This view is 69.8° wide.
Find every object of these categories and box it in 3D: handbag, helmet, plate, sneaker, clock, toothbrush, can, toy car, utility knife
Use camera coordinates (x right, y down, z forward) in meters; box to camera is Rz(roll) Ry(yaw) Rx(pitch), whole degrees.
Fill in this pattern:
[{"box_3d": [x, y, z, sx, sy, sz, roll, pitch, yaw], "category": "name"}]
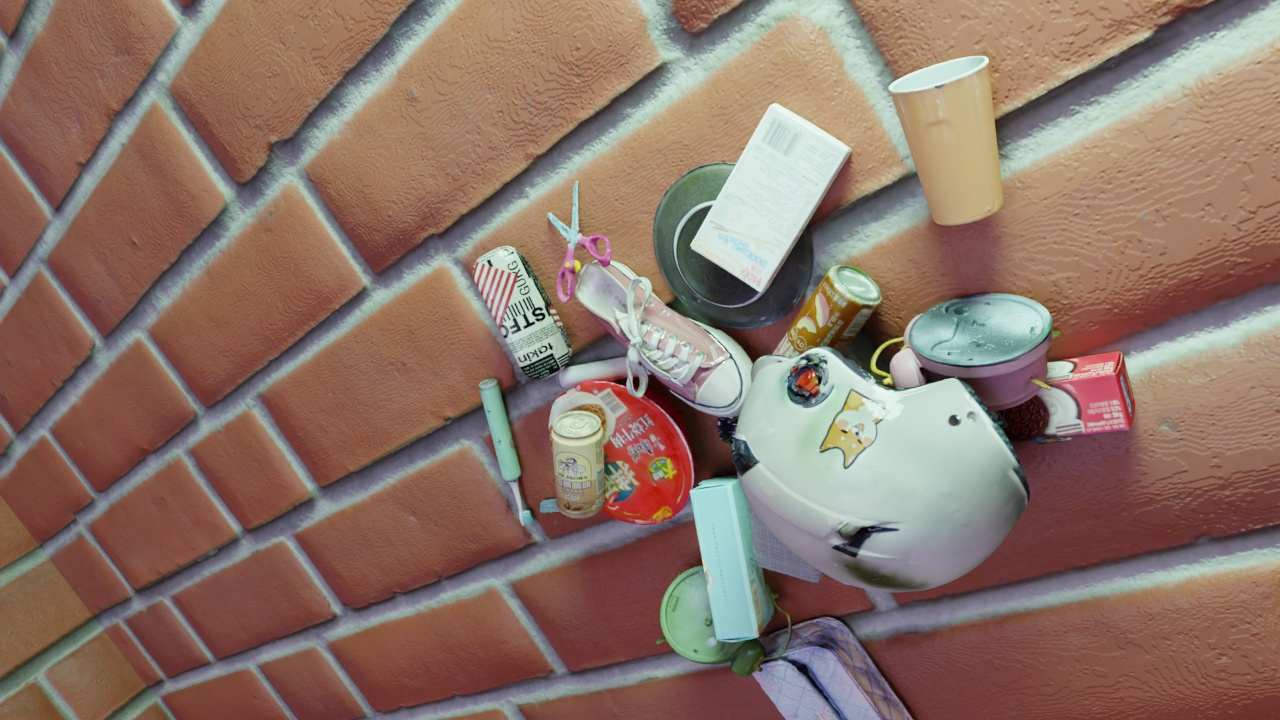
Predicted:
[{"box_3d": [0.229, 0.410, 1.103, 0.135, 0.075, 0.194, -33, 95, 40], "category": "handbag"}, {"box_3d": [0.188, 0.114, 0.813, 0.274, 0.156, 0.230, 15, 151, 35], "category": "helmet"}, {"box_3d": [0.088, -0.111, 0.936, 0.180, 0.024, 0.180, 15, 122, 24], "category": "plate"}, {"box_3d": [0.015, -0.021, 0.970, 0.241, 0.087, 0.118, 41, 115, 15], "category": "sneaker"}, {"box_3d": [0.284, -0.006, 0.816, 0.159, 0.116, 0.060, 1, 125, 31], "category": "clock"}, {"box_3d": [-0.006, 0.006, 1.057, 0.222, 0.026, 0.026, -10, 86, 35], "category": "toothbrush"}, {"box_3d": [0.102, 0.314, 1.105, 0.161, 0.116, 0.056, 8, 155, 24], "category": "clock"}, {"box_3d": [-0.179, 0.128, 1.231, 0.027, 0.026, 0.225, -6, 114, 10], "category": "toothbrush"}, {"box_3d": [-0.071, 0.121, 1.055, 0.058, 0.058, 0.116, 14, 122, 25], "category": "can"}, {"box_3d": [0.176, -0.023, 0.907, 0.058, 0.057, 0.148, 37, 129, 9], "category": "can"}, {"box_3d": [0.136, 0.074, 1.003, 0.105, 0.032, 0.048, 10, 119, 23], "category": "toy car"}, {"box_3d": [-0.051, 0.179, 1.192, 0.221, 0.022, 0.031, -12, 103, 40], "category": "utility knife"}]

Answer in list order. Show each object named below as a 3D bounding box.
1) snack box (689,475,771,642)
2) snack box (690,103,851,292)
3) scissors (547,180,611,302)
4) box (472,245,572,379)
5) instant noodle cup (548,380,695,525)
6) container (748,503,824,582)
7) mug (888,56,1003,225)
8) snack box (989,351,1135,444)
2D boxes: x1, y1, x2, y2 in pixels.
[{"box_3d": [0.103, 0.221, 1.035, 0.052, 0.074, 0.175, -11, 87, 18], "category": "snack box"}, {"box_3d": [0.121, -0.152, 0.868, 0.085, 0.026, 0.157, 35, 115, 11], "category": "snack box"}, {"box_3d": [-0.067, -0.129, 0.991, 0.130, 0.017, 0.133, 0, 86, 50], "category": "scissors"}, {"box_3d": [-0.135, -0.060, 1.093, 0.075, 0.083, 0.163, -28, 99, 2], "category": "box"}, {"box_3d": [-0.012, 0.097, 1.086, 0.194, 0.065, 0.194, 15, 123, 24], "category": "instant noodle cup"}, {"box_3d": [0.171, 0.169, 0.999, 0.090, 0.090, 0.114, 12, 124, 27], "category": "container"}, {"box_3d": [0.260, -0.180, 0.763, 0.078, 0.078, 0.123, -5, 118, 34], "category": "mug"}, {"box_3d": [0.335, 0.043, 0.847, 0.208, 0.057, 0.058, -12, 106, 36], "category": "snack box"}]
